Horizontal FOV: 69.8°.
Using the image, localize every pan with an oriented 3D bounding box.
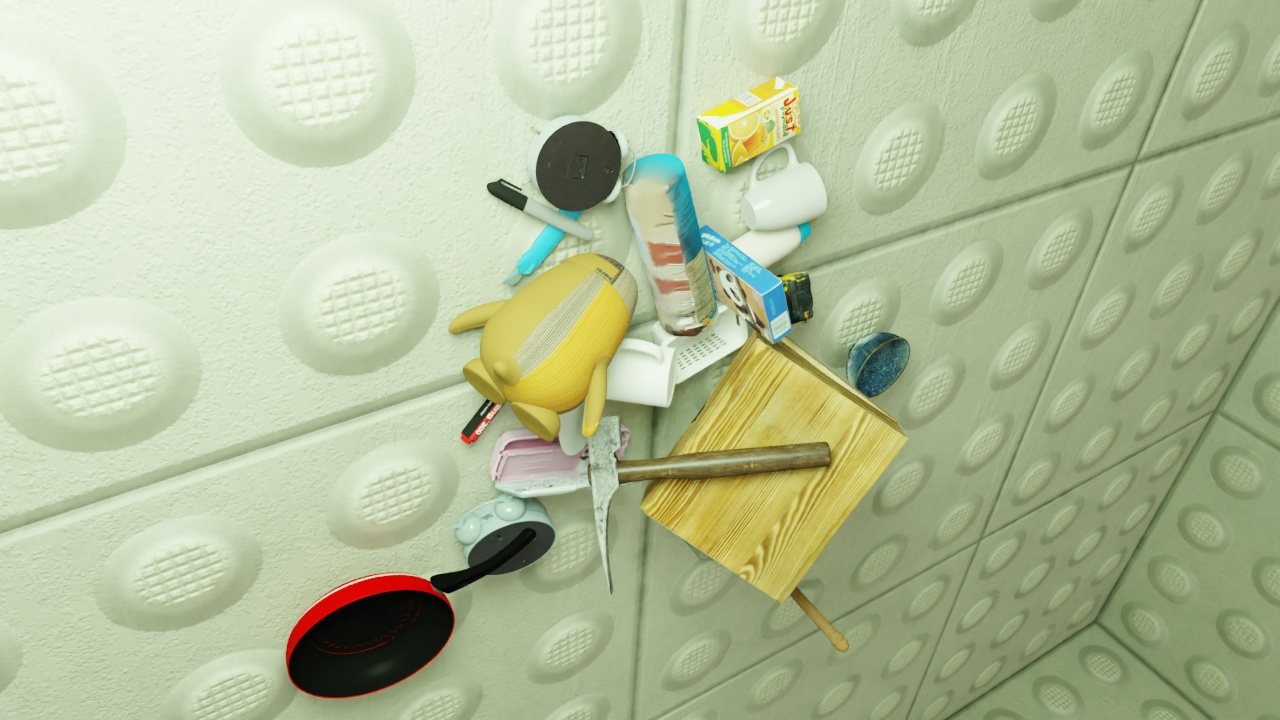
[{"bbox_3d":[-0.284,0.306,1.163,0.356,0.067,0.209,-38,138,3],"label":"pan"}]

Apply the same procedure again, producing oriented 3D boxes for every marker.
[{"bbox_3d":[-0.102,-0.159,0.971,0.138,0.016,0.022,21,108,-36],"label":"marker"},{"bbox_3d":[-0.165,0.041,1.095,0.023,0.021,0.145,37,98,-8],"label":"marker"}]

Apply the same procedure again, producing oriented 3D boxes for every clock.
[{"bbox_3d":[-0.060,-0.205,0.955,0.122,0.035,0.095,-2,118,-30],"label":"clock"},{"bbox_3d":[-0.179,0.225,1.200,0.122,0.045,0.159,-28,142,0],"label":"clock"}]

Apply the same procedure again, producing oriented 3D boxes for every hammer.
[{"bbox_3d":[0.209,0.325,1.406,0.162,0.317,0.083,5,119,-41],"label":"hammer"},{"bbox_3d":[0.087,0.167,1.133,0.300,0.217,0.037,-5,177,4],"label":"hammer"}]

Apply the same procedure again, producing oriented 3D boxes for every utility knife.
[{"bbox_3d":[-0.092,-0.147,1.003,0.173,0.015,0.031,-50,136,2],"label":"utility knife"}]

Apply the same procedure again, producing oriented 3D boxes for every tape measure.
[{"bbox_3d":[0.204,-0.085,1.252,0.042,0.072,0.071,-24,107,-28],"label":"tape measure"}]

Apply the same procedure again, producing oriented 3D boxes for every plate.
[{"bbox_3d":[-0.075,0.051,1.141,0.134,0.011,0.134,14,89,-71],"label":"plate"}]

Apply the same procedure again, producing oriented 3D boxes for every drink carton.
[{"bbox_3d":[0.128,-0.273,1.057,0.122,0.041,0.058,-30,137,-16],"label":"drink carton"}]

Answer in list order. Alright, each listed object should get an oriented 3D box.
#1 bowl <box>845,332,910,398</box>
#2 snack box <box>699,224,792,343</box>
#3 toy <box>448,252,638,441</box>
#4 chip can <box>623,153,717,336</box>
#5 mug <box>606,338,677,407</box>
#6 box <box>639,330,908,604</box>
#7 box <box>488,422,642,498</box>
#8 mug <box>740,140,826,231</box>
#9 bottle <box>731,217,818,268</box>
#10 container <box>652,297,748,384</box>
[{"bbox_3d":[0.365,-0.003,1.457,0.114,0.061,0.115,-23,136,-25],"label":"bowl"},{"bbox_3d":[0.120,-0.094,1.114,0.034,0.151,0.087,-35,138,-12],"label":"snack box"},{"bbox_3d":[-0.086,-0.030,1.020,0.203,0.198,0.163,-51,170,-21],"label":"toy"},{"bbox_3d":[0.037,-0.129,1.079,0.079,0.080,0.230,-33,137,-13],"label":"chip can"},{"bbox_3d":[-0.007,0.007,1.116,0.111,0.090,0.073,81,19,-60],"label":"mug"},{"bbox_3d":[0.189,0.135,1.254,0.279,0.257,0.215,-56,179,10],"label":"box"},{"bbox_3d":[-0.089,0.142,1.187,0.201,0.095,0.088,-1,126,-38],"label":"box"},{"bbox_3d":[0.167,-0.213,1.129,0.089,0.071,0.107,-22,107,-12],"label":"mug"},{"bbox_3d":[0.175,-0.157,1.183,0.146,0.051,0.051,-31,137,-14],"label":"bottle"},{"bbox_3d":[0.074,-0.035,1.203,0.129,0.049,0.081,-30,137,-16],"label":"container"}]
